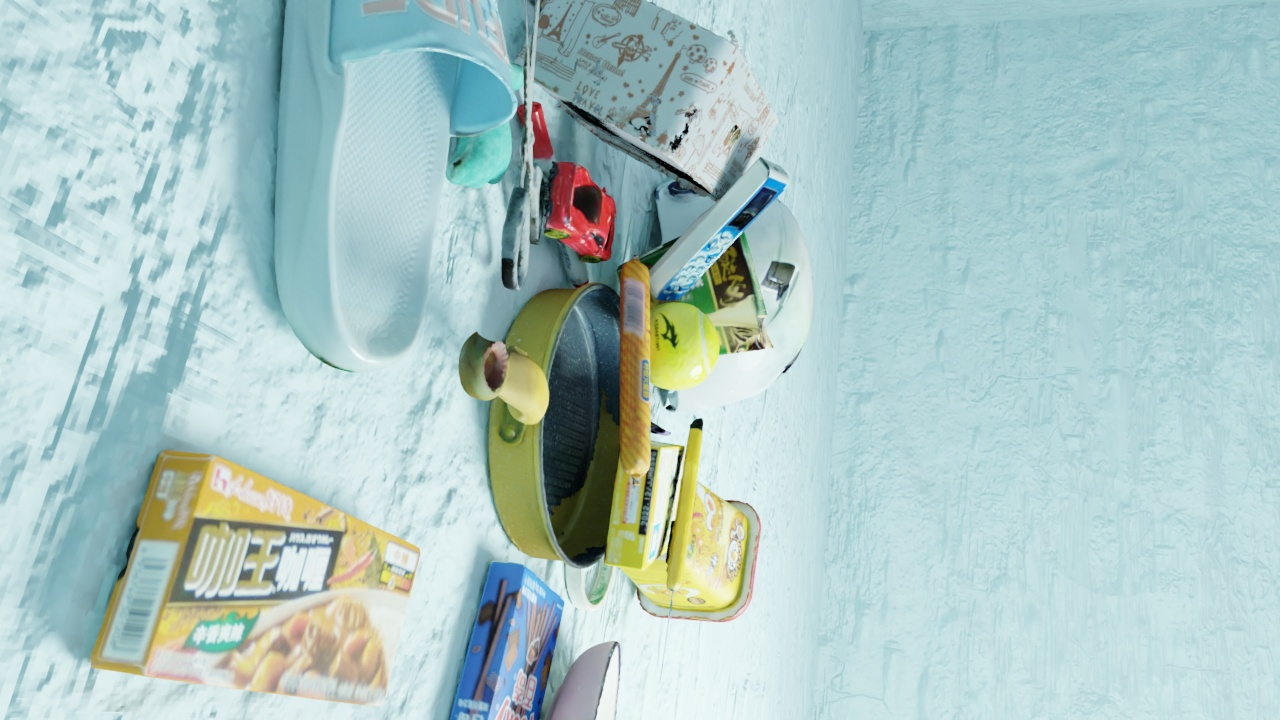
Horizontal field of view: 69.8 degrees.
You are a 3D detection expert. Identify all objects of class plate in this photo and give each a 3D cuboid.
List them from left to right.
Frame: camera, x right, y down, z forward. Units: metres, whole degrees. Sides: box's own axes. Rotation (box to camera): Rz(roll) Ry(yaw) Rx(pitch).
[{"bbox_3d":[-0.049,0.289,0.631,0.192,0.039,0.192,10,88,-84],"label":"plate"}]

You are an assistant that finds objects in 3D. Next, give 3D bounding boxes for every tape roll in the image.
[{"bbox_3d":[-0.038,0.155,0.732,0.085,0.014,0.086,3,89,-73],"label":"tape roll"}]

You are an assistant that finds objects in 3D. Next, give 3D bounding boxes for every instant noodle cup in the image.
[{"bbox_3d":[0.036,0.164,0.827,0.123,0.116,0.116,49,45,-49],"label":"instant noodle cup"}]

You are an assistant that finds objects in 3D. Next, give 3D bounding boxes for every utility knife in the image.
[{"bbox_3d":[0.029,0.137,0.698,0.033,0.015,0.222,86,13,-52],"label":"utility knife"}]

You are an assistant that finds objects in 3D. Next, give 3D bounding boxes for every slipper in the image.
[{"bbox_3d":[-0.100,-0.116,0.402,0.104,0.074,0.245,24,71,-70],"label":"slipper"}]

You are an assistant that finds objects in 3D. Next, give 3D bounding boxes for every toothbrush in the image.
[{"bbox_3d":[0.007,0.051,0.727,0.189,0.014,0.016,37,46,-77],"label":"toothbrush"}]

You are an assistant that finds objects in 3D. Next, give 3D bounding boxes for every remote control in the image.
[{"bbox_3d":[0.053,-0.093,0.658,0.024,0.125,0.049,50,21,14],"label":"remote control"}]

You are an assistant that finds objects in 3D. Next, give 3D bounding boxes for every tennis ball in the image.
[{"bbox_3d":[0.026,-0.010,0.676,0.065,0.065,0.065,3,89,-72],"label":"tennis ball"}]

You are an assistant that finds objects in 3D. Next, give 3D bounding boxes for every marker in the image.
[{"bbox_3d":[-0.058,-0.109,0.631,0.017,0.017,0.145,-71,156,-43],"label":"marker"}]

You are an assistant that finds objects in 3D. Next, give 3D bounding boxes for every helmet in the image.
[{"bbox_3d":[0.099,-0.074,0.917,0.257,0.146,0.229,-70,156,-44],"label":"helmet"}]

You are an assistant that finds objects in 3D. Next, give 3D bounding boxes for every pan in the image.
[{"bbox_3d":[-0.052,0.031,0.564,0.357,0.078,0.197,32,62,-70],"label":"pan"}]

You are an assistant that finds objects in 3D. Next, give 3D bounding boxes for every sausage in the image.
[{"bbox_3d":[-0.004,0.004,0.632,0.021,0.021,0.165,41,47,-68],"label":"sausage"}]

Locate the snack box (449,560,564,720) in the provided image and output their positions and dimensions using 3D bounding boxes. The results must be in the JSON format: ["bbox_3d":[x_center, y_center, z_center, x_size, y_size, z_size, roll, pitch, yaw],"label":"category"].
[{"bbox_3d":[-0.086,0.212,0.566,0.084,0.026,0.156,64,33,-58],"label":"snack box"}]

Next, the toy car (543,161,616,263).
[{"bbox_3d":[-0.036,-0.098,0.623,0.106,0.031,0.049,31,65,-72],"label":"toy car"}]

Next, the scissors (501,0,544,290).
[{"bbox_3d":[-0.065,-0.119,0.528,0.164,0.014,0.164,99,0,-80],"label":"scissors"}]

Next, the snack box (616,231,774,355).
[{"bbox_3d":[0.038,-0.055,0.749,0.118,0.105,0.117,-100,174,-83],"label":"snack box"}]

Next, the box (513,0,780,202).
[{"bbox_3d":[-0.014,-0.230,0.635,0.269,0.136,0.179,64,15,11],"label":"box"}]

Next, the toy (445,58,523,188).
[{"bbox_3d":[-0.086,-0.144,0.518,0.096,0.030,0.092,-40,133,-71],"label":"toy"}]

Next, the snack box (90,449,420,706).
[{"bbox_3d":[-0.143,0.095,0.371,0.154,0.026,0.075,57,39,-61],"label":"snack box"}]

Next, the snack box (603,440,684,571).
[{"bbox_3d":[0.006,0.105,0.695,0.140,0.034,0.087,22,76,-77],"label":"snack box"}]
